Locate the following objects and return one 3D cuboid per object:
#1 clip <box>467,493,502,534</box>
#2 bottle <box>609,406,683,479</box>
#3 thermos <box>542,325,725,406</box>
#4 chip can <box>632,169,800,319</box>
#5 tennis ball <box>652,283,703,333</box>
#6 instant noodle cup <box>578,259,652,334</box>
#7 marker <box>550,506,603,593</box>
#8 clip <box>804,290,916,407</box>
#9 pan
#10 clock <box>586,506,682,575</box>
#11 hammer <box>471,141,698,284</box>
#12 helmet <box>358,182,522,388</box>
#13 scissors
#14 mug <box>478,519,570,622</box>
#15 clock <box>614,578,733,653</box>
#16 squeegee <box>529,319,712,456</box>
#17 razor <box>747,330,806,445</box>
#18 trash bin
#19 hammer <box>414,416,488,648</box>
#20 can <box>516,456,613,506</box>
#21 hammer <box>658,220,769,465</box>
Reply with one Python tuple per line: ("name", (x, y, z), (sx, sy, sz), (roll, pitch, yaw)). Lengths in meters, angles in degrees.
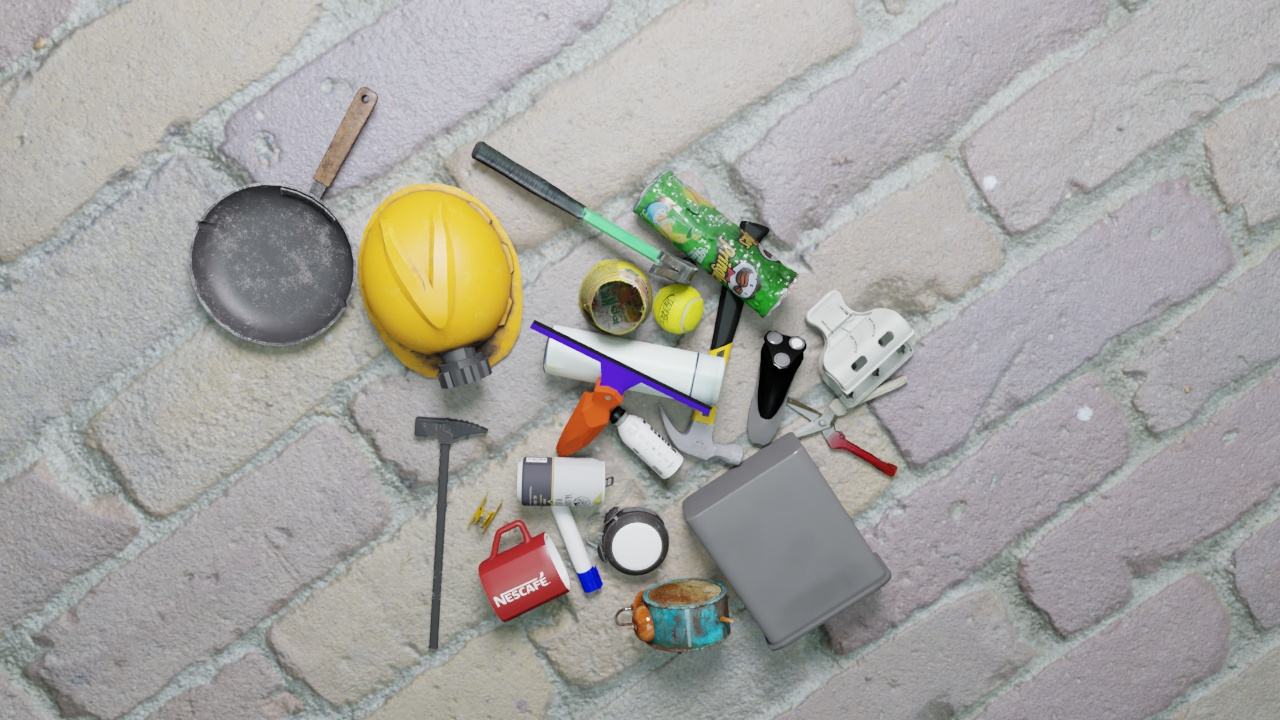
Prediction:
("clip", (-0.212, 0.207, 1.229), (0.046, 0.048, 0.054), (36, 97, 32))
("bottle", (0.004, 0.107, 1.230), (0.116, 0.041, 0.041), (44, 93, -10))
("thermos", (-0.007, 0.007, 1.183), (0.230, 0.068, 0.068), (11, 98, 2))
("chip can", (0.095, -0.150, 1.164), (0.223, 0.075, 0.075), (39, 94, 0))
("tennis ball", (0.049, -0.068, 1.193), (0.065, 0.065, 0.065), (-1, 99, -5))
("instant noodle cup", (-0.030, -0.076, 1.163), (0.102, 0.108, 0.102), (-1, 101, -3))
("marker", (-0.088, 0.253, 1.253), (0.027, 0.023, 0.133), (-17, 101, 18))
("clip", (0.287, -0.024, 1.212), (0.126, 0.110, 0.151), (-41, 108, -5))
("pan", (-0.419, -0.187, 1.151), (0.207, 0.040, 0.357), (31, 94, -9))
("clock", (-0.011, 0.246, 1.249), (0.123, 0.043, 0.091), (12, 98, -7))
("hammer", (-0.070, -0.185, 1.155), (0.319, 0.130, 0.032), (31, 102, 1))
("helmet", (-0.253, -0.094, 1.132), (0.205, 0.131, 0.255), (-16, 99, -2))
("scissors", (0.292, 0.079, 1.262), (0.199, 0.015, 0.179), (36, 96, -8))
("mug", (-0.161, 0.274, 1.224), (0.096, 0.080, 0.116), (-26, 93, -1))
("clock", (0.044, 0.347, 1.233), (0.157, 0.121, 0.073), (-4, 95, 2))
("squeegee", (-0.063, 0.069, 1.175), (0.249, 0.055, 0.185), (26, 133, -13))
("razor", (0.176, 0.040, 1.230), (0.057, 0.060, 0.156), (14, 117, 5))
("trash bin", (0.193, 0.241, 1.235), (0.192, 0.097, 0.220), (-33, 99, 5))
("hammer", (-0.264, 0.237, 1.242), (0.095, 0.015, 0.325), (4, 99, -6))
("can", (-0.099, 0.161, 1.218), (0.127, 0.064, 0.064), (2, 99, -5))
("hammer", (0.109, -0.026, 1.225), (0.127, 0.029, 0.324), (12, 97, -6))
